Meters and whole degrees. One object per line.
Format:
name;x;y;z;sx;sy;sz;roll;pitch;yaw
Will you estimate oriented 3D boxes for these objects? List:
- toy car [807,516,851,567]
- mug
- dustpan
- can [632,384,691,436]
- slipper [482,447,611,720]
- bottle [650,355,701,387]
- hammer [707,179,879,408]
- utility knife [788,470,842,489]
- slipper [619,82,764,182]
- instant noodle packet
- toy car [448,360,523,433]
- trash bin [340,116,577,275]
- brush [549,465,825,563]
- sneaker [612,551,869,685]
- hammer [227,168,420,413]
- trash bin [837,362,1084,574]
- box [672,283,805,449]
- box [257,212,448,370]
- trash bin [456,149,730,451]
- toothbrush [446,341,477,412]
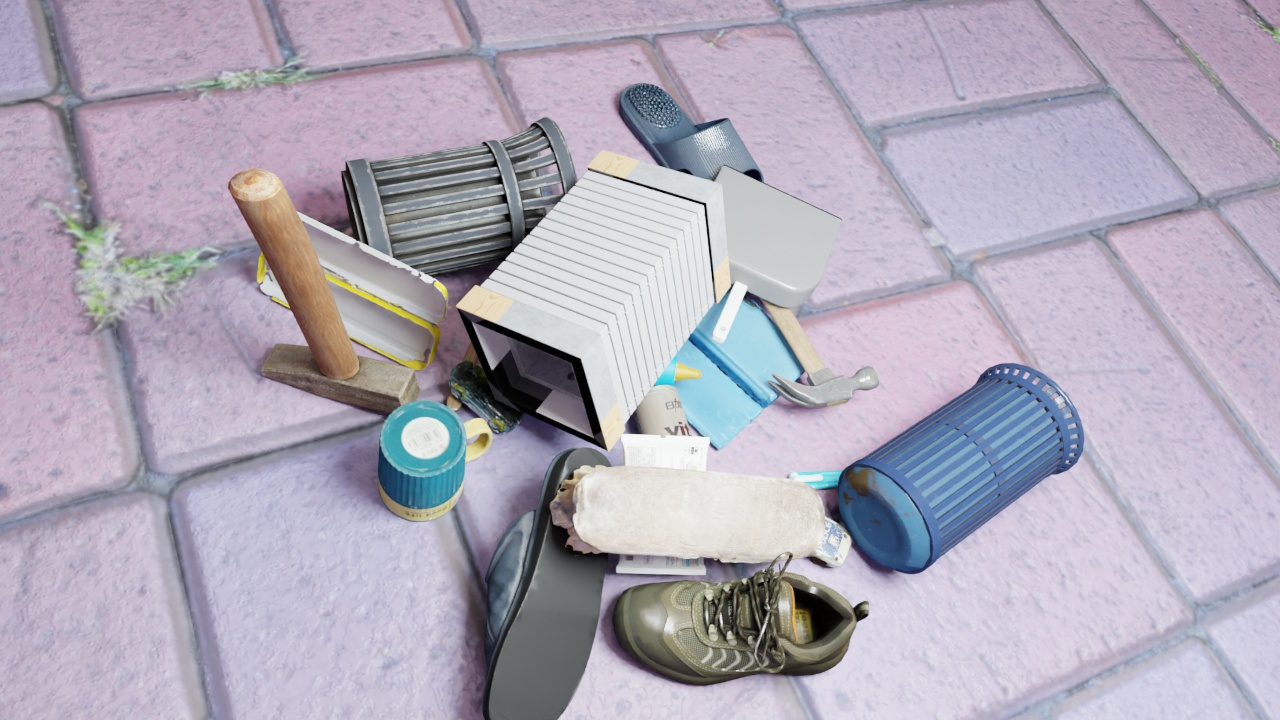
toy car;0.170;0.174;0.963;0.113;0.041;0.048;28;58;2
mug;-0.195;0.089;0.880;0.113;0.107;0.083;-25;67;-26
dustpan;0.130;-0.116;1.067;0.163;0.033;0.256;25;48;2
can;0.032;0.097;0.965;0.054;0.054;0.135;-6;62;-18
slipper;-0.097;0.210;0.857;0.109;0.084;0.265;33;61;-43
bottle;-0.006;0.006;1.000;0.146;0.051;0.051;7;58;2
hammer;0.149;-0.088;1.080;0.119;0.031;0.331;-18;68;-23
utility knife;0.217;0.132;1.016;0.116;0.016;0.022;0;63;-17
slipper;0.071;-0.285;1.190;0.101;0.083;0.263;-33;72;-27
instant noodle packet;0.022;0.141;0.897;0.087;0.026;0.134;2;85;-4
toy car;-0.164;0.040;0.962;0.090;0.027;0.038;43;55;-4
trash bin;-0.198;-0.166;1.006;0.227;0.165;0.164;-14;64;-18
brush;0.052;0.145;0.856;0.271;0.057;0.083;7;78;-25
sneaker;0.100;0.241;0.843;0.238;0.143;0.100;5;59;-11
hammer;-0.303;-0.056;0.824;0.158;0.301;0.037;13;56;7
trash bin;0.337;0.117;0.984;0.249;0.140;0.139;-27;70;-25
box;0.066;-0.025;1.064;0.231;0.034;0.174;43;62;12
box;-0.298;-0.076;0.942;0.209;0.130;0.034;27;45;2
trash bin;-0.035;-0.066;0.922;0.142;0.143;0.246;22;58;26
toothbrush;-0.180;-0.015;1.001;0.016;0.016;0.166;18;58;-6
